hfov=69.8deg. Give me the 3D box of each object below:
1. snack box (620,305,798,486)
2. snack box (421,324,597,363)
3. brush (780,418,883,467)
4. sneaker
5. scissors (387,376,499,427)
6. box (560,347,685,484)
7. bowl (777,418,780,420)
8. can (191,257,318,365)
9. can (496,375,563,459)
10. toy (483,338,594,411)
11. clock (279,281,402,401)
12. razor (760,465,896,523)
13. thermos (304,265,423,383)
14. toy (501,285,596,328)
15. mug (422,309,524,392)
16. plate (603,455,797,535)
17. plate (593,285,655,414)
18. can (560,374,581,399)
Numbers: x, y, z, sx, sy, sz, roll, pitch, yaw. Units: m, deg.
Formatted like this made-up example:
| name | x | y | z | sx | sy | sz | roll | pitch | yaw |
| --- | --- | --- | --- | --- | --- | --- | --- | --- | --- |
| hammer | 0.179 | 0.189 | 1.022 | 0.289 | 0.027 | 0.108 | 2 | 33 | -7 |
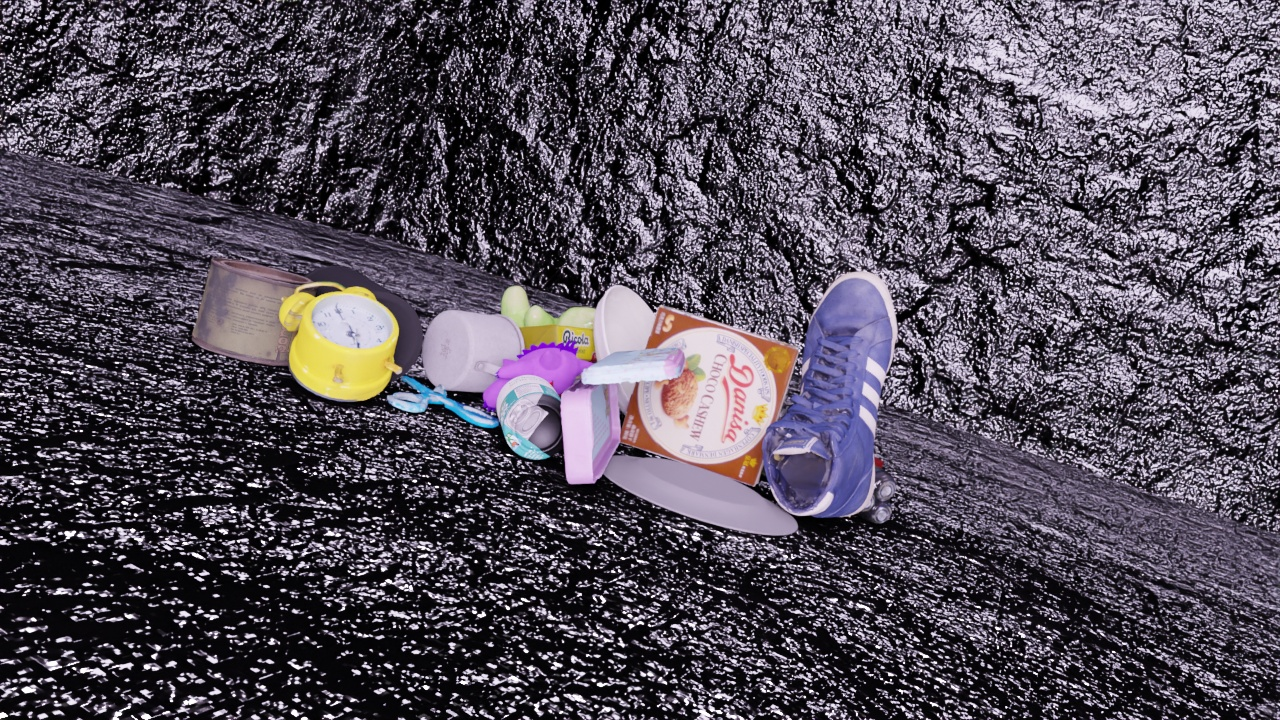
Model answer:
| name | x | y | z | sx | sy | sz | roll | pitch | yaw |
| --- | --- | --- | --- | --- | --- | --- | --- | --- | --- |
| snack box | 0.068 | 0.034 | 0.914 | 0.147 | 0.143 | 0.041 | 18 | 6 | 6 |
| snack box | -0.140 | -0.011 | 1.028 | 0.181 | 0.045 | 0.121 | -4 | -3 | 24 |
| brush | 0.218 | 0.114 | 1.107 | 0.082 | 0.042 | 0.173 | 15 | 6 | -18 |
| sneaker | 0.163 | 0.031 | 0.829 | 0.092 | 0.233 | 0.118 | 8 | 5 | 36 |
| scissors | -0.175 | 0.038 | 0.834 | 0.118 | 0.013 | 0.140 | 16 | 4 | -7 |
| box | -0.006 | 0.040 | 0.771 | 0.091 | 0.090 | 0.214 | -4 | 4 | 4 |
| bowl | 0.135 | 0.087 | 1.046 | 0.121 | 0.056 | 0.121 | 17 | 5 | -2 |
| can | -0.337 | -0.044 | 0.806 | 0.090 | 0.074 | 0.090 | 17 | 5 | -2 |
| can | -0.091 | 0.045 | 0.771 | 0.055 | 0.055 | 0.101 | 16 | 6 | -15 |
| toy | -0.094 | 0.012 | 0.854 | 0.088 | 0.055 | 0.106 | -22 | -21 | 27 |
| clock | -0.246 | -0.021 | 0.750 | 0.083 | 0.057 | 0.118 | -11 | 51 | -39 |
| razor | 0.182 | 0.120 | 0.925 | 0.151 | 0.054 | 0.067 | 14 | 12 | 28 |
| thermos | -0.285 | -0.042 | 0.894 | 0.086 | 0.086 | 0.199 | 13 | 6 | -34 |
| toy | -0.093 | -0.025 | 1.235 | 0.197 | 0.107 | 0.150 | 22 | -14 | 31 |
| mug | -0.159 | -0.003 | 0.919 | 0.113 | 0.084 | 0.070 | 27 | 13 | 37 |
| plate | 0.051 | 0.109 | 0.790 | 0.178 | 0.012 | 0.178 | 17 | 5 | -2 |
| plate | -0.006 | 0.006 | 1.028 | 0.034 | 0.182 | 0.182 | -22 | -11 | 22 |
| can | -0.083 | 0.029 | 1.059 | 0.038 | 0.038 | 0.079 | 15 | 6 | -24 |
